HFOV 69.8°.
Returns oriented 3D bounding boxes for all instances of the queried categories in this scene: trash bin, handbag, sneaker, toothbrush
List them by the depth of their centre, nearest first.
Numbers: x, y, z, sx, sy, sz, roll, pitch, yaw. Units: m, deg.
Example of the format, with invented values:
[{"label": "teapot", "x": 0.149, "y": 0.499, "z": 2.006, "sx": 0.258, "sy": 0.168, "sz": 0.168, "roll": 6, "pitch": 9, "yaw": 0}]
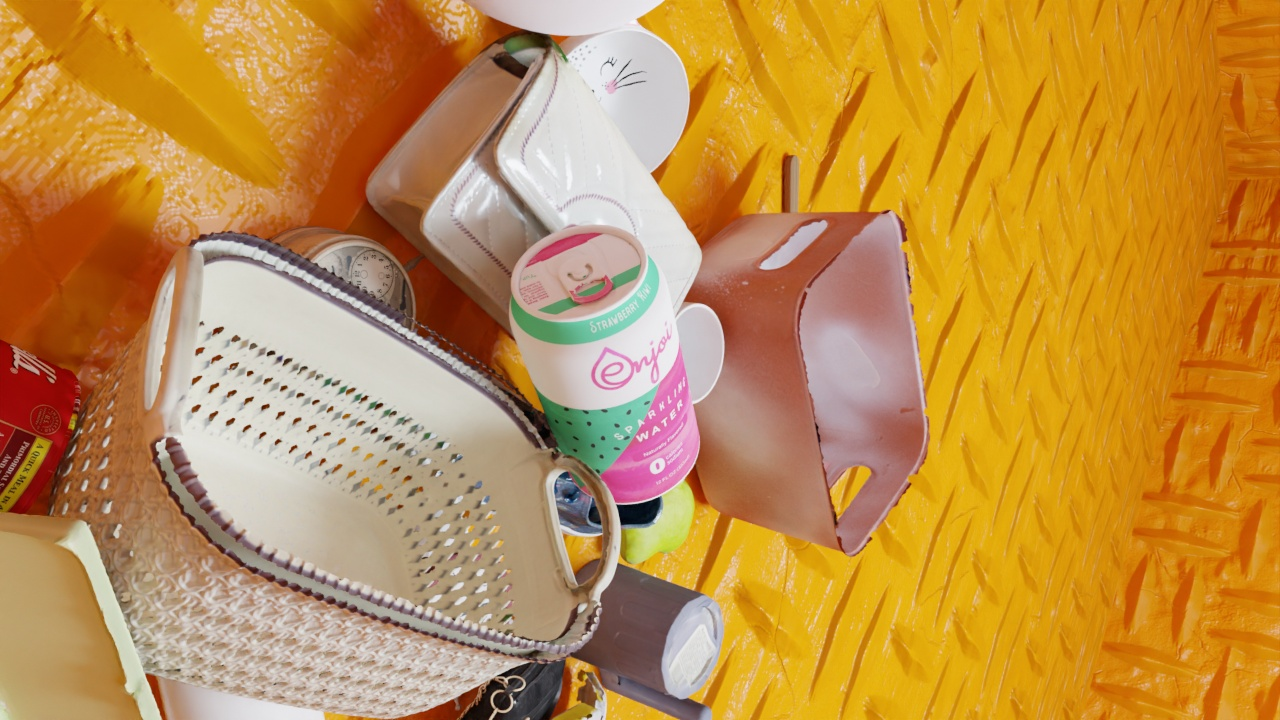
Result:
[{"label": "handbag", "x": -0.052, "y": -0.086, "z": 0.582, "sx": 0.142, "sy": 0.096, "sz": 0.198, "roll": -51, "pitch": 135, "yaw": -6}, {"label": "sneaker", "x": -0.069, "y": 0.075, "z": 0.629, "sx": 0.235, "sy": 0.079, "sz": 0.087, "roll": 37, "pitch": 69, "yaw": -47}, {"label": "handbag", "x": -0.085, "y": 0.235, "z": 0.630, "sx": 0.079, "sy": 0.054, "sz": 0.128, "roll": -61, "pitch": 169, "yaw": 12}, {"label": "trash bin", "x": 0.134, "y": 0.011, "z": 0.797, "sx": 0.181, "sy": 0.158, "sz": 0.260, "roll": -42, "pitch": 128, "yaw": -37}, {"label": "toothbrush", "x": 0.148, "y": -0.116, "z": 0.898, "sx": 0.016, "sy": 0.016, "sz": 0.167, "roll": -15, "pitch": 108, "yaw": -49}]

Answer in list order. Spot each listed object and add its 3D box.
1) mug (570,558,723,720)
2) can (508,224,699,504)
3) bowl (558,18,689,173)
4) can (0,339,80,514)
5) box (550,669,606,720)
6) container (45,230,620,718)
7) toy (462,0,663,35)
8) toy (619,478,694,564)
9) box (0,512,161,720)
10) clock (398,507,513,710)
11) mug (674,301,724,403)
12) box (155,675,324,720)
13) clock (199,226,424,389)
[{"label": "mug", "x": 0.004, "y": 0.227, "z": 0.725, "sx": 0.083, "sy": 0.104, "sz": 0.124, "roll": -32, "pitch": 120, "yaw": -43}, {"label": "can", "x": -0.018, "y": 0.008, "z": 0.539, "sx": 0.088, "sy": 0.088, "sz": 0.166, "roll": -52, "pitch": 147, "yaw": -30}, {"label": "bowl", "x": -0.028, "y": -0.179, "z": 0.632, "sx": 0.114, "sy": 0.050, "sz": 0.115, "roll": -18, "pitch": 134, "yaw": -20}, {"label": "can", "x": -0.294, "y": 0.015, "z": 0.345, "sx": 0.116, "sy": 0.087, "sz": 0.086, "roll": 41, "pitch": 66, "yaw": -46}, {"label": "box", "x": -0.060, "y": 0.349, "z": 0.681, "sx": 0.128, "sy": 0.045, "sz": 0.210, "roll": -12, "pitch": 111, "yaw": -85}, {"label": "container", "x": -0.141, "y": 0.066, "z": 0.434, "sx": 0.251, "sy": 0.143, "sz": 0.184, "roll": 35, "pitch": 26, "yaw": -43}, {"label": "toy", "x": -0.048, "y": -0.310, "z": 0.456, "sx": 0.280, "sy": 0.267, "sz": 0.262, "roll": 31, "pitch": 55, "yaw": -19}, {"label": "toy", "x": 0.013, "y": 0.106, "z": 0.761, "sx": 0.092, "sy": 0.043, "sz": 0.118, "roll": -3, "pitch": 97, "yaw": -51}, {"label": "box", "x": -0.254, "y": 0.122, "z": 0.351, "sx": 0.030, "sy": 0.138, "sz": 0.188, "roll": -92, "pitch": -175, "yaw": -54}, {"label": "clock", "x": -0.135, "y": 0.154, "z": 0.590, "sx": 0.096, "sy": 0.048, "sz": 0.138, "roll": -50, "pitch": 132, "yaw": -32}, {"label": "mug", "x": -0.004, "y": 0.004, "z": 0.683, "sx": 0.110, "sy": 0.091, "sz": 0.074, "roll": -57, "pitch": 134, "yaw": -26}, {"label": "box", "x": -0.213, "y": 0.203, "z": 0.483, "sx": 0.094, "sy": 0.084, "sz": 0.165, "roll": -17, "pitch": 103, "yaw": -34}, {"label": "clock", "x": -0.180, "y": -0.027, "z": 0.498, "sx": 0.140, "sy": 0.055, "sz": 0.093, "roll": -1, "pitch": 98, "yaw": -52}]
